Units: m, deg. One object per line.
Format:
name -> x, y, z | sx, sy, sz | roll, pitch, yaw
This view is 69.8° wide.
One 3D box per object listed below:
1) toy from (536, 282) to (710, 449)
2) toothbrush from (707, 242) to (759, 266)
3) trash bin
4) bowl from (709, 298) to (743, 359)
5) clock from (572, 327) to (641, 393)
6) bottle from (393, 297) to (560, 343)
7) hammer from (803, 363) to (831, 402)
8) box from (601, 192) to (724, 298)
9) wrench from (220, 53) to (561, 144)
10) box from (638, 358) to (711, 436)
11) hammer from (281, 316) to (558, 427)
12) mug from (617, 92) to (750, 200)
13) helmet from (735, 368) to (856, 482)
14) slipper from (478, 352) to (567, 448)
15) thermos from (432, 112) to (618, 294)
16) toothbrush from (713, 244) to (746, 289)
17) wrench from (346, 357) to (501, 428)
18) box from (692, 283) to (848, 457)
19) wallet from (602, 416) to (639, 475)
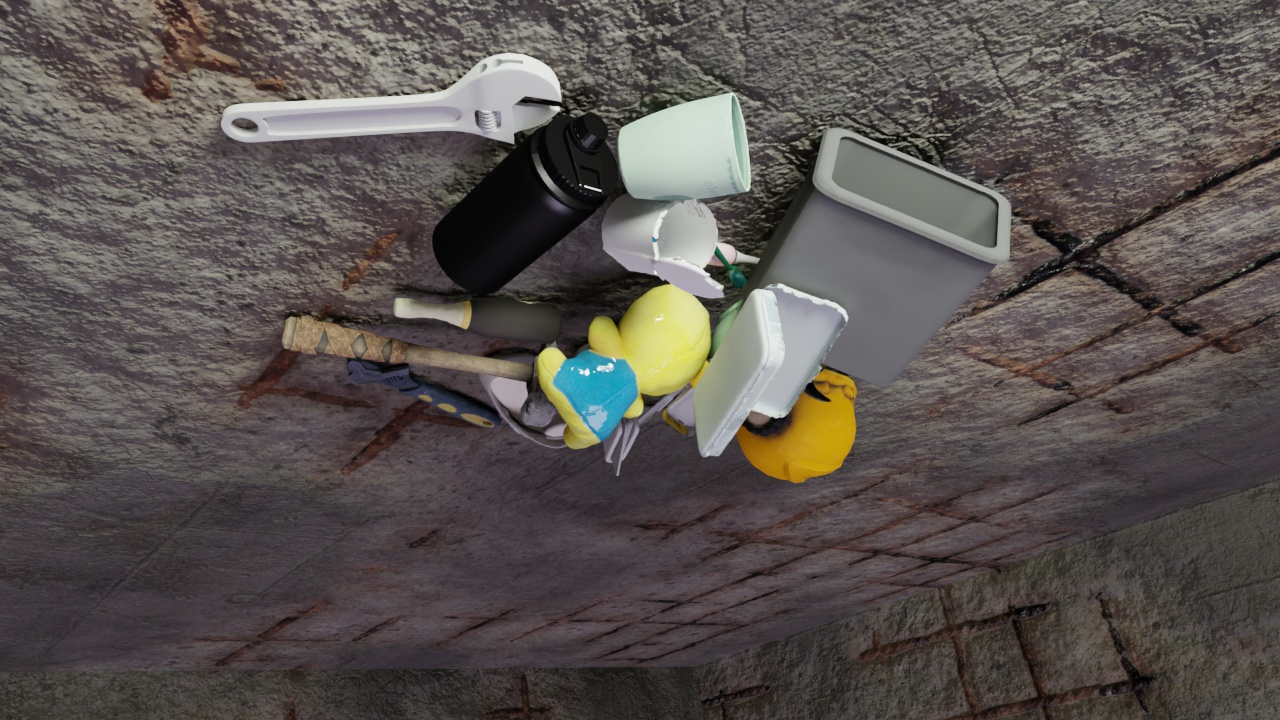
toy -> -0.006, 0.006, 1.028 | 0.213, 0.084, 0.149 | -30, 126, -11
toothbrush -> 0.072, -0.117, 0.994 | 0.222, 0.027, 0.027 | 7, 132, -29
trash bin -> 0.224, -0.094, 0.922 | 0.192, 0.097, 0.220 | 22, 142, -2
bowl -> 0.140, -0.035, 1.094 | 0.151, 0.077, 0.151 | -33, 172, -6
clock -> -0.032, 0.000, 1.152 | 0.103, 0.061, 0.157 | 0, 159, -17
bottle -> -0.182, -0.049, 1.022 | 0.184, 0.045, 0.046 | 6, 149, -27
hammer -> 0.284, -0.055, 1.068 | 0.025, 0.117, 0.334 | 5, 152, -31
box -> 0.031, -0.108, 0.852 | 0.083, 0.092, 0.166 | 41, 166, -33
wrench -> -0.202, -0.207, 0.746 | 0.273, 0.018, 0.087 | -4, 153, -7
box -> 0.080, 0.045, 1.285 | 0.117, 0.057, 0.211 | 10, 148, -29
hammer -> -0.240, -0.005, 1.050 | 0.318, 0.121, 0.049 | 10, 148, -18
mug -> 0.042, -0.182, 0.815 | 0.104, 0.084, 0.111 | -7, -177, 17
helmet -> 0.235, 0.114, 1.380 | 0.206, 0.131, 0.255 | -24, 151, 25
slipper -> -0.133, 0.075, 1.242 | 0.113, 0.080, 0.266 | -17, 152, 9
thermos -> -0.098, -0.141, 0.818 | 0.086, 0.086, 0.199 | 15, 147, -39
toothbrush -> 0.065, -0.130, 0.945 | 0.016, 0.017, 0.190 | -34, 137, 11
wrench -> -0.275, 0.045, 1.201 | 0.073, 0.022, 0.273 | -22, 150, 23
box -> 0.144, 0.015, 0.964 | 0.127, 0.106, 0.216 | 3, 147, -17
wallet -> -0.030, 0.093, 1.270 | 0.037, 0.115, 0.119 | -2, 152, -15
